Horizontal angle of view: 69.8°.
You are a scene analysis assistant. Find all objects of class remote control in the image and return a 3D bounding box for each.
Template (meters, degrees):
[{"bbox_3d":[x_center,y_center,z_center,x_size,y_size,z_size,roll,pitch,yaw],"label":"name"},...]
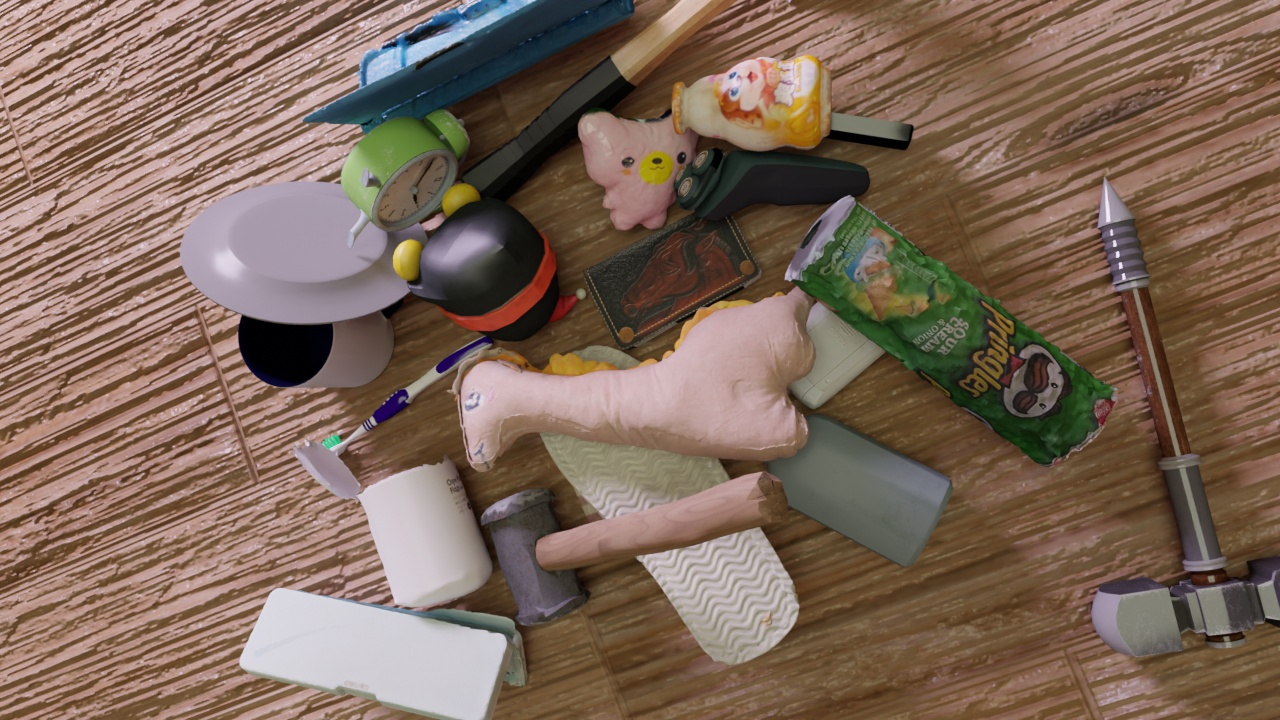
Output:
[{"bbox_3d":[0.124,-0.176,0.677,0.150,0.034,0.013,12,94,11],"label":"remote control"},{"bbox_3d":[0.158,-0.028,0.672,0.138,0.025,0.060,-41,82,6],"label":"remote control"}]

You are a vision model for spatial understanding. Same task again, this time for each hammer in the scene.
[{"bbox_3d":[0.358,0.032,0.627,0.156,0.043,0.322,-13,84,11],"label":"hammer"},{"bbox_3d":[-0.015,0.115,0.593,0.329,0.052,0.098,-27,82,55],"label":"hammer"},{"bbox_3d":[-0.001,-0.222,0.673,0.329,0.131,0.039,-35,82,18],"label":"hammer"}]

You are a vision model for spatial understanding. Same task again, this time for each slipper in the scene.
[{"bbox_3d":[0.014,0.104,0.681,0.115,0.052,0.263,-38,70,-2],"label":"slipper"}]

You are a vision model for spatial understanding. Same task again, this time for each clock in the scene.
[{"bbox_3d":[-0.175,-0.142,0.693,0.042,0.119,0.095,47,136,11],"label":"clock"}]

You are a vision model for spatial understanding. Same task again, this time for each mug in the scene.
[{"bbox_3d":[-0.237,-0.027,0.716,0.112,0.096,0.078,-33,83,9],"label":"mug"}]

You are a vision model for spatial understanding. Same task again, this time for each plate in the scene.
[{"bbox_3d":[-0.250,-0.090,0.694,0.178,0.177,0.012,24,132,11],"label":"plate"}]

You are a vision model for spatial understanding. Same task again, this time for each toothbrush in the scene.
[{"bbox_3d":[-0.197,0.032,0.749,0.187,0.015,0.016,-35,78,8],"label":"toothbrush"}]

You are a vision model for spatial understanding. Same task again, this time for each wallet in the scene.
[{"bbox_3d":[0.024,-0.066,0.703,0.123,0.019,0.072,-28,83,10],"label":"wallet"}]

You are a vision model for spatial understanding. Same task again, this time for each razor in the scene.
[{"bbox_3d":[0.096,-0.129,0.667,0.143,0.047,0.052,-1,125,-8],"label":"razor"}]

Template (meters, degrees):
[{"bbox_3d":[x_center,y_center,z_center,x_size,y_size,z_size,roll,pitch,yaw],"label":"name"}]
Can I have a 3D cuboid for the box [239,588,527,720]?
[{"bbox_3d":[-0.190,0.228,0.712,0.199,0.096,0.085,9,60,11],"label":"box"}]

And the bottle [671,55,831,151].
[{"bbox_3d":[0.077,-0.177,0.635,0.108,0.063,0.063,0,89,11],"label":"bottle"}]

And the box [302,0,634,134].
[{"bbox_3d":[-0.117,-0.227,0.672,0.232,0.172,0.066,-21,120,15],"label":"box"}]

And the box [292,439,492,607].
[{"bbox_3d":[-0.192,0.115,0.708,0.119,0.084,0.160,-21,83,7],"label":"box"}]

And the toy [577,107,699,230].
[{"bbox_3d":[-0.002,-0.144,0.685,0.102,0.050,0.093,-6,107,-29],"label":"toy"}]

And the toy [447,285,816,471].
[{"bbox_3d":[-0.004,0.004,0.664,0.265,0.065,0.195,6,61,20],"label":"toy"}]

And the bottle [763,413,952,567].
[{"bbox_3d":[0.135,0.080,0.665,0.161,0.046,0.072,27,94,11],"label":"bottle"}]

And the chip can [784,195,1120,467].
[{"bbox_3d":[0.204,-0.021,0.617,0.223,0.075,0.075,35,96,-2],"label":"chip can"}]

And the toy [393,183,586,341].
[{"bbox_3d":[-0.107,-0.060,0.688,0.100,0.119,0.097,19,65,40],"label":"toy"}]
